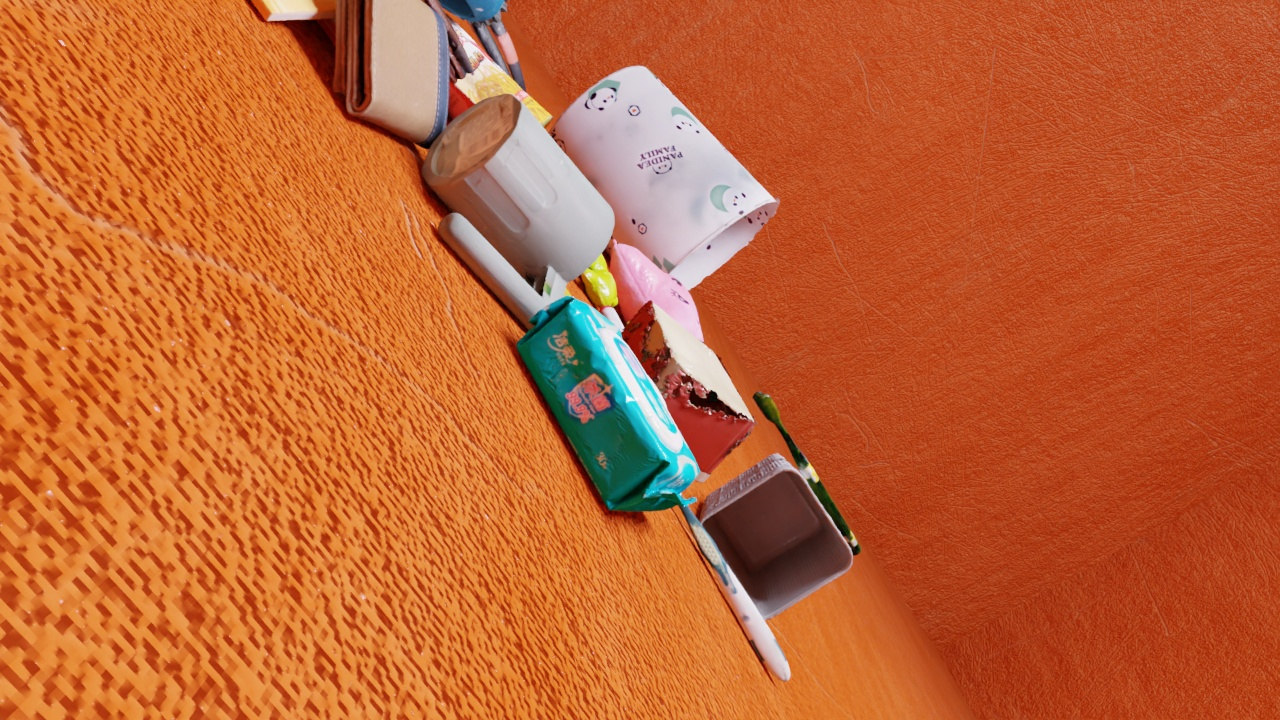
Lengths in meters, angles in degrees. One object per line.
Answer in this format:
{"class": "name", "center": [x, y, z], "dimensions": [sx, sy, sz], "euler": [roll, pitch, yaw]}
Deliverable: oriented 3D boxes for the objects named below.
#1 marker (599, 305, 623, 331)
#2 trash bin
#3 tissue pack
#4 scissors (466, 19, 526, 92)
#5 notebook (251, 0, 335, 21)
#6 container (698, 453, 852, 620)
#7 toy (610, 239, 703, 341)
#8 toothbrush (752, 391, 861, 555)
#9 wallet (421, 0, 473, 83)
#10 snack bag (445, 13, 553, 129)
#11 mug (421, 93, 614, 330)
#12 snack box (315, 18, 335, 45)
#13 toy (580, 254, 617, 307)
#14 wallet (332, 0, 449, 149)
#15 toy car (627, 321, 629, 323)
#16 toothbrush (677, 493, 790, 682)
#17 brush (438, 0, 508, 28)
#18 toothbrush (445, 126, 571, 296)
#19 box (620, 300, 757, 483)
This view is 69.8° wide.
{"class": "marker", "center": [-0.005, 0.005, 0.833], "dimensions": [0.017, 0.017, 0.145], "euler": [45, 14, -55]}
{"class": "trash bin", "center": [0.017, -0.231, 1.215], "dimensions": [0.252, 0.230, 0.229], "euler": [52, 7, 7]}
{"class": "tissue pack", "center": [-0.015, 0.032, 0.545], "dimensions": [0.133, 0.050, 0.093], "euler": [59, 8, 15]}
{"class": "scissors", "center": [-0.120, -0.232, 0.853], "dimensions": [0.226, 0.015, 0.189], "euler": [41, -29, 19]}
{"class": "notebook", "center": [-0.228, -0.281, 0.511], "dimensions": [0.206, 0.010, 0.145], "euler": [55, 23, -10]}
{"class": "container", "center": [0.101, 0.131, 0.723], "dimensions": [0.090, 0.090, 0.114], "euler": [57, 5, -1]}
{"class": "toy", "center": [0.018, -0.053, 0.987], "dimensions": [0.178, 0.075, 0.194], "euler": [53, 10, -22]}
{"class": "toothbrush", "center": [0.137, 0.094, 0.742], "dimensions": [0.186, 0.012, 0.017], "euler": [56, -9, -27]}
{"class": "wallet", "center": [-0.163, -0.263, 0.636], "dimensions": [0.101, 0.032, 0.124], "euler": [56, -1, 25]}
{"class": "snack bag", "center": [-0.168, -0.258, 0.772], "dimensions": [0.208, 0.073, 0.128], "euler": [48, 10, -10]}
{"class": "mug", "center": [-0.080, -0.092, 0.584], "dimensions": [0.103, 0.084, 0.123], "euler": [48, 36, -41]}
{"class": "snack box", "center": [-0.196, -0.243, 0.629], "dimensions": [0.075, 0.025, 0.152], "euler": [55, 8, -9]}
{"class": "toy", "center": [-0.052, -0.096, 0.901], "dimensions": [0.100, 0.031, 0.096], "euler": [57, 10, 1]}
{"class": "wallet", "center": [-0.147, -0.180, 0.549], "dimensions": [0.115, 0.033, 0.090], "euler": [-39, 132, -82]}
{"class": "toy car", "center": [0.015, 0.007, 0.855], "dimensions": [0.105, 0.032, 0.048], "euler": [64, -31, 17]}
{"class": "toothbrush", "center": [0.052, 0.140, 0.651], "dimensions": [0.191, 0.016, 0.018], "euler": [59, -2, 17]}
{"class": "brush", "center": [-0.172, -0.330, 0.741], "dimensions": [0.144, 0.055, 0.073], "euler": [38, 9, 0]}
{"class": "toothbrush", "center": [-0.104, -0.105, 0.676], "dimensions": [0.190, 0.016, 0.016], "euler": [54, 13, -22]}
{"class": "box", "center": [0.030, 0.012, 0.716], "dimensions": [0.091, 0.078, 0.168], "euler": [37, 12, -17]}
